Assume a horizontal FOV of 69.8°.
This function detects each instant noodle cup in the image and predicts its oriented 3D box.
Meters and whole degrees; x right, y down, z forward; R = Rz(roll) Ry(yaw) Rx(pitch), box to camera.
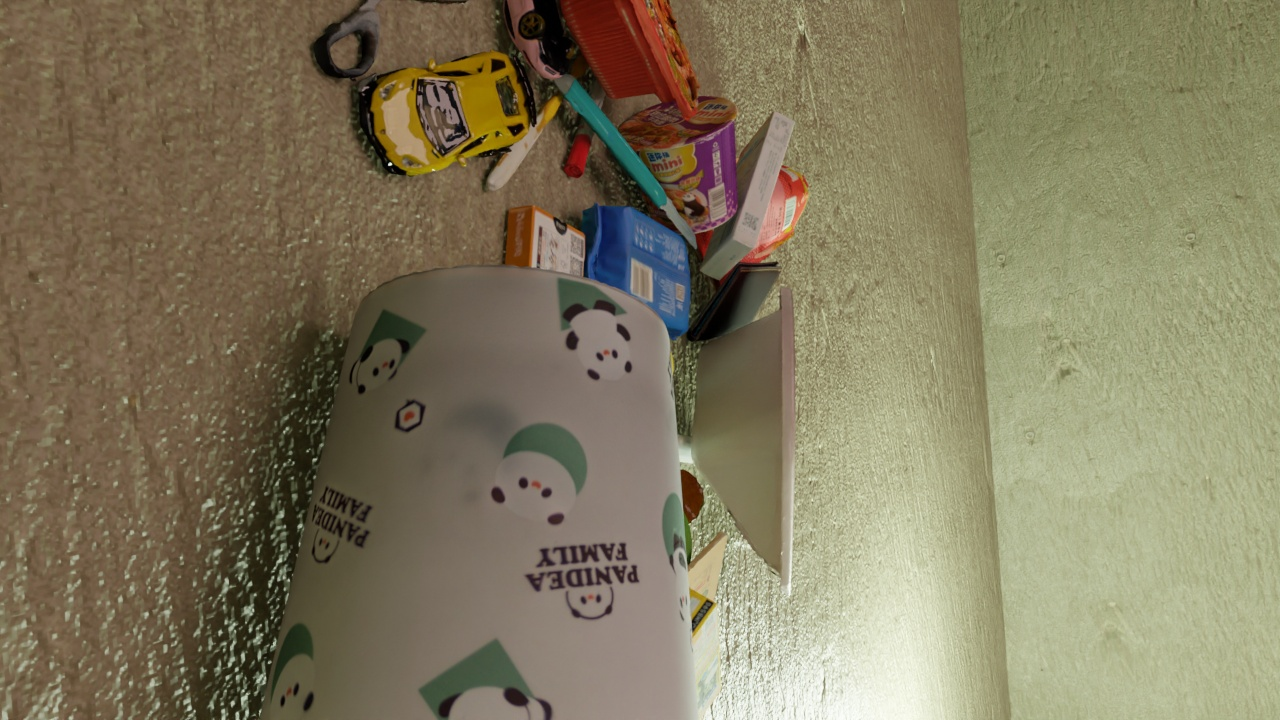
[{"bbox_3d":[0.042,-0.178,0.853,0.111,0.112,0.099,-61,146,-44],"label":"instant noodle cup"},{"bbox_3d":[-0.015,-0.295,0.745,0.189,0.079,0.164,46,30,-62],"label":"instant noodle cup"}]

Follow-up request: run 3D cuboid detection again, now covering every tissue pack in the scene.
[{"bbox_3d":[-0.004,-0.074,0.801,0.157,0.052,0.095,17,74,-60],"label":"tissue pack"}]

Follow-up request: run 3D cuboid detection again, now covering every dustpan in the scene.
[{"bbox_3d":[0.149,0.069,0.917,0.273,0.139,0.222,48,31,-35],"label":"dustpan"}]

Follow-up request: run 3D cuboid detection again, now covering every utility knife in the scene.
[{"bbox_3d":[-0.008,-0.166,0.783,0.205,0.013,0.029,46,42,-33],"label":"utility knife"}]

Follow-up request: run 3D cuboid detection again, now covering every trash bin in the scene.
[{"bbox_3d":[-0.077,0.100,0.493,0.229,0.230,0.251,33,52,-55],"label":"trash bin"}]

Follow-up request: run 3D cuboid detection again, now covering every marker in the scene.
[{"bbox_3d":[-0.041,-0.218,0.791,0.017,0.017,0.145,48,46,-47],"label":"marker"}]

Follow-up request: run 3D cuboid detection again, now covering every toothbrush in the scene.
[{"bbox_3d":[-0.080,-0.192,0.723,0.016,0.018,0.190,57,42,-34],"label":"toothbrush"},{"bbox_3d":[0.023,0.081,0.855,0.026,0.026,0.220,57,20,24],"label":"toothbrush"}]

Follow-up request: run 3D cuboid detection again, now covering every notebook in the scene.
[{"bbox_3d":[0.017,0.254,0.740,0.147,0.008,0.208,-32,137,-47],"label":"notebook"}]

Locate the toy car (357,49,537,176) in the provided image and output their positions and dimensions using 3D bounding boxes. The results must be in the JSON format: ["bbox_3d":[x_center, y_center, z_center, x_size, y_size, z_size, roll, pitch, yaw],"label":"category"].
[{"bbox_3d":[-0.124,-0.166,0.614,0.155,0.041,0.071,-39,119,-54],"label":"toy car"}]

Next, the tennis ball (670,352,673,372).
[{"bbox_3d":[-0.005,0.005,0.776,0.065,0.066,0.065,13,75,-59],"label":"tennis ball"}]

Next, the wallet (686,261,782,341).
[{"bbox_3d":[0.103,-0.063,0.971,0.096,0.020,0.122,-59,159,20],"label":"wallet"}]

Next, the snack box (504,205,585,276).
[{"bbox_3d":[-0.074,-0.034,0.699,0.075,0.026,0.153,20,70,-59],"label":"snack box"}]

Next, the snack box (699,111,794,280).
[{"bbox_3d":[0.106,-0.163,0.915,0.027,0.085,0.156,25,67,-10],"label":"snack box"}]

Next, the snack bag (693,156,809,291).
[{"bbox_3d":[0.111,-0.163,1.014,0.207,0.073,0.128,-34,109,-48],"label":"snack bag"}]

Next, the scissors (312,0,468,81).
[{"bbox_3d":[-0.165,-0.238,0.578,0.174,0.014,0.159,29,61,-57],"label":"scissors"}]

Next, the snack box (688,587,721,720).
[{"bbox_3d":[0.027,0.248,0.708,0.086,0.034,0.141,-46,144,-33],"label":"snack box"}]

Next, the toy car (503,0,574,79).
[{"bbox_3d":[-0.084,-0.274,0.704,0.056,0.037,0.122,10,66,-67],"label":"toy car"}]

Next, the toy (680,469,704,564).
[{"bbox_3d":[-0.021,0.156,0.702,0.246,0.090,0.227,13,90,-59],"label":"toy"}]
